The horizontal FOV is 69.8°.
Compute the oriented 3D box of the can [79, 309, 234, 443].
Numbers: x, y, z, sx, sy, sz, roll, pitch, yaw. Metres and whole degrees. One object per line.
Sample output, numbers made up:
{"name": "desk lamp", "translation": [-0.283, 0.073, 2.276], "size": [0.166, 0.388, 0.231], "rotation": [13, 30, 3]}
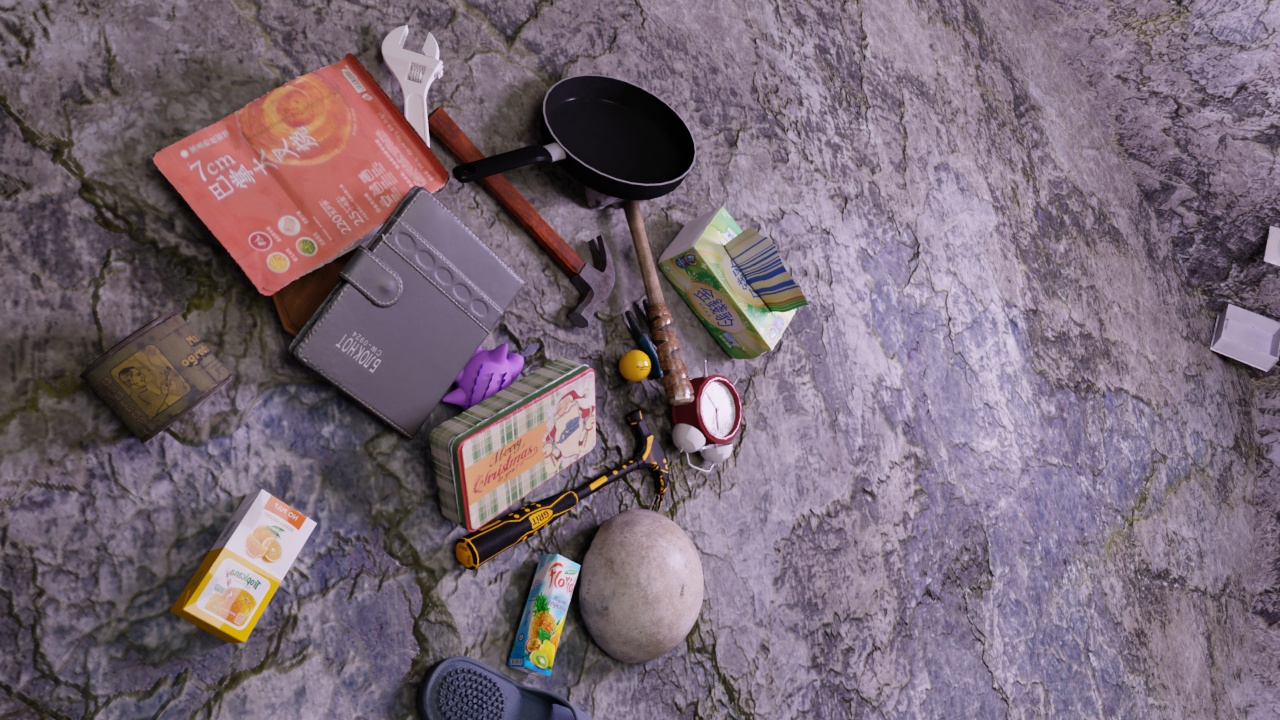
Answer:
{"name": "can", "translation": [-0.401, 0.012, 0.763], "size": [0.074, 0.090, 0.089], "rotation": [54, 49, -15]}

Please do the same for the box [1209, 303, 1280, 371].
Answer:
{"name": "box", "translation": [1.912, -0.083, 2.577], "size": [0.173, 0.514, 0.166], "rotation": [53, 52, -23]}

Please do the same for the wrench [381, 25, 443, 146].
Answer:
{"name": "wrench", "translation": [-0.247, -0.241, 1.015], "size": [0.066, 0.018, 0.273], "rotation": [-4, 81, -7]}

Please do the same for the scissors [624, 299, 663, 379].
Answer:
{"name": "scissors", "translation": [0.027, -0.015, 1.204], "size": [0.126, 0.019, 0.144], "rotation": [19, 67, -38]}

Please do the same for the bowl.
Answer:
{"name": "bowl", "translation": [0.020, 0.259, 1.056], "size": [0.178, 0.081, 0.178], "rotation": [11, 74, -46]}

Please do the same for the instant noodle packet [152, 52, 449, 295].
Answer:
{"name": "instant noodle packet", "translation": [-0.324, -0.178, 0.890], "size": [0.164, 0.084, 0.220], "rotation": [52, 51, -7]}

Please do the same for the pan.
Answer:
{"name": "pan", "translation": [-0.083, -0.256, 1.122], "size": [0.354, 0.044, 0.204], "rotation": [-27, 69, -38]}

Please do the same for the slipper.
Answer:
{"name": "slipper", "translation": [-0.100, 0.378, 0.925], "size": [0.263, 0.083, 0.101], "rotation": [42, 51, -24]}

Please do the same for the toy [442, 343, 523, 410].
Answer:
{"name": "toy", "translation": [-0.167, 0.021, 0.992], "size": [0.106, 0.056, 0.088], "rotation": [25, 73, -21]}

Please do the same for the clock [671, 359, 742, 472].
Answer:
{"name": "clock", "translation": [0.087, 0.077, 1.202], "size": [0.096, 0.048, 0.137], "rotation": [25, 67, -39]}

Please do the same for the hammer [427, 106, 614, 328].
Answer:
{"name": "hammer", "translation": [-0.142, -0.180, 1.099], "size": [0.300, 0.028, 0.110], "rotation": [46, 52, -21]}

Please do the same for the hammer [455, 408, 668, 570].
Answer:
{"name": "hammer", "translation": [-0.078, 0.160, 1.048], "size": [0.319, 0.036, 0.123], "rotation": [-23, 95, -46]}

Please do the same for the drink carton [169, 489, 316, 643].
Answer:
{"name": "drink carton", "translation": [-0.342, 0.176, 0.799], "size": [0.058, 0.040, 0.122], "rotation": [41, 53, -25]}

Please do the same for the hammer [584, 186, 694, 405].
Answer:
{"name": "hammer", "translation": [0.016, -0.097, 1.183], "size": [0.121, 0.049, 0.318], "rotation": [-2, 73, -45]}

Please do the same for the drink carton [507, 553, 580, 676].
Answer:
{"name": "drink carton", "translation": [-0.102, 0.271, 0.985], "size": [0.044, 0.039, 0.128], "rotation": [34, 57, -30]}

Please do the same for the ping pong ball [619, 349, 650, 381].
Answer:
{"name": "ping pong ball", "translation": [-0.007, 0.007, 1.152], "size": [0.040, 0.040, 0.040], "rotation": [14, 68, -38]}

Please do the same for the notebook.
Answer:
{"name": "notebook", "translation": [-0.228, -0.047, 0.918], "size": [0.169, 0.029, 0.208], "rotation": [45, 69, -38]}

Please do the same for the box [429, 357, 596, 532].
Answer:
{"name": "box", "translation": [-0.128, 0.086, 0.982], "size": [0.204, 0.050, 0.118], "rotation": [-29, 127, -43]}

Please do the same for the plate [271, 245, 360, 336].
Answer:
{"name": "plate", "translation": [-0.309, -0.064, 0.914], "size": [0.131, 0.025, 0.131], "rotation": [14, 68, -38]}

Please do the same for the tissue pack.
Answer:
{"name": "tissue pack", "translation": [0.144, -0.111, 1.254], "size": [0.197, 0.142, 0.120], "rotation": [45, 52, -22]}
